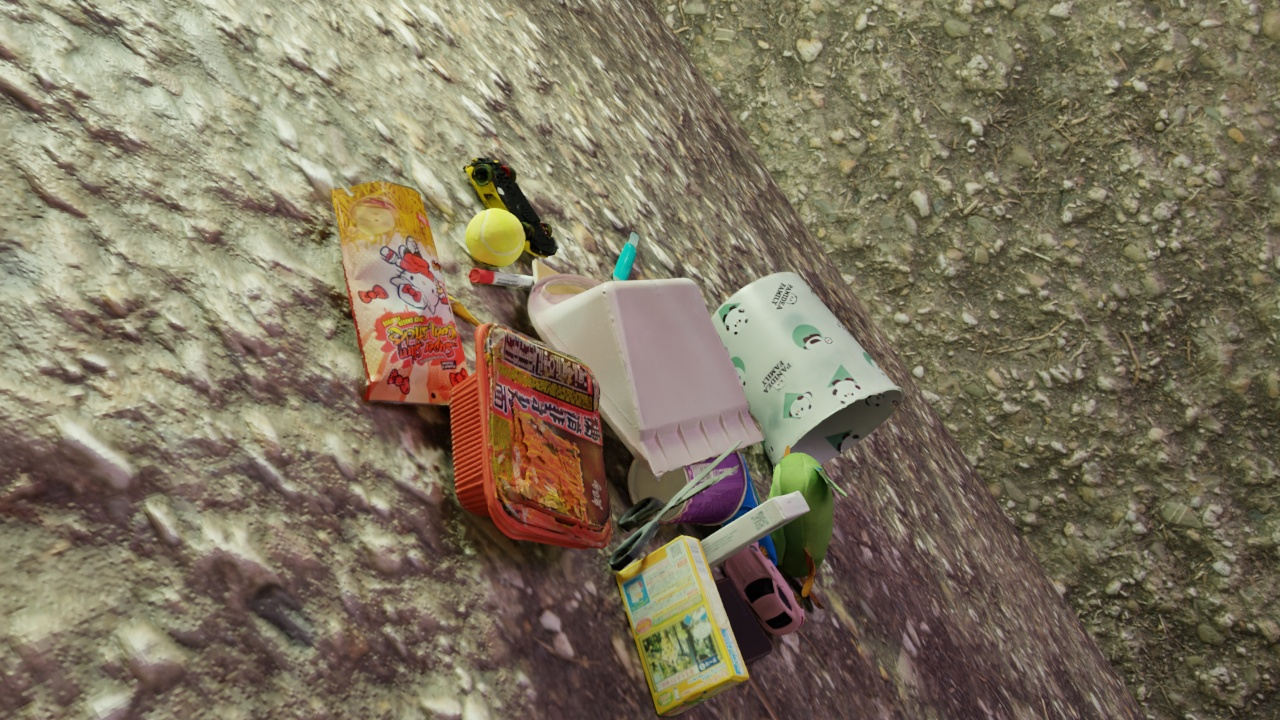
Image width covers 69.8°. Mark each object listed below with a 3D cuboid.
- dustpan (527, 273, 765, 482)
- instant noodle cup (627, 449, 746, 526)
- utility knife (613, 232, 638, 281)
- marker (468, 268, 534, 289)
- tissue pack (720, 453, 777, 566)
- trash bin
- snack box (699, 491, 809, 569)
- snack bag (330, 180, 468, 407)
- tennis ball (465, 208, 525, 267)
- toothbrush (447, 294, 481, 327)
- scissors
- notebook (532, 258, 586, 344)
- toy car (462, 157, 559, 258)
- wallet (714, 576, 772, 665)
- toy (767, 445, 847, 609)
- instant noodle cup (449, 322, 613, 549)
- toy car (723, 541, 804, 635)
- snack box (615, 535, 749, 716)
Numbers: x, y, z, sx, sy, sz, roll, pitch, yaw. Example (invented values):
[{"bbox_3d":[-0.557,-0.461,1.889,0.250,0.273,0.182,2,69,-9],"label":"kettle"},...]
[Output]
[{"bbox_3d":[-0.006,0.006,1.033,0.222,0.139,0.273,-5,75,-51],"label":"dustpan"},{"bbox_3d":[0.045,0.133,1.010,0.099,0.112,0.111,0,57,-52],"label":"instant noodle cup"},{"bbox_3d":[-0.020,-0.154,1.398,0.029,0.013,0.204,46,26,-16],"label":"utility knife"},{"bbox_3d":[-0.147,-0.091,1.050,0.017,0.017,0.145,60,23,13],"label":"marker"},{"bbox_3d":[0.122,0.187,1.112,0.094,0.052,0.157,-99,168,-51],"label":"tissue pack"},{"bbox_3d":[0.240,0.014,1.422,0.229,0.230,0.251,15,39,-57],"label":"trash bin"},{"bbox_3d":[0.095,0.187,0.952,0.027,0.157,0.084,61,22,16],"label":"snack box"},{"bbox_3d":[-0.212,-0.053,0.815,0.128,0.073,0.207,13,54,-59],"label":"snack bag"},{"bbox_3d":[-0.161,-0.136,1.019,0.065,0.066,0.065,43,25,-26],"label":"tennis ball"},{"bbox_3d":[-0.187,-0.060,0.921,0.191,0.018,0.016,40,25,-32],"label":"toothbrush"},{"bbox_3d":[0.030,0.142,0.893,0.014,0.174,0.160,45,-20,-13],"label":"scissors"},{"bbox_3d":[-0.053,-0.024,1.123,0.207,0.008,0.147,29,42,-47],"label":"notebook"},{"bbox_3d":[-0.159,-0.186,1.126,0.156,0.041,0.071,55,22,5],"label":"toy car"},{"bbox_3d":[0.095,0.285,0.997,0.122,0.020,0.096,13,46,-62],"label":"wallet"},{"bbox_3d":[0.203,0.205,1.179,0.247,0.090,0.226,83,0,-47],"label":"toy"},{"bbox_3d":[-0.098,0.076,0.799,0.164,0.079,0.188,27,47,-52],"label":"instant noodle cup"},{"bbox_3d":[0.143,0.267,1.067,0.122,0.056,0.037,55,20,-4],"label":"toy car"},{"bbox_3d":[0.035,0.243,0.844,0.033,0.087,0.140,28,34,-47],"label":"snack box"}]
